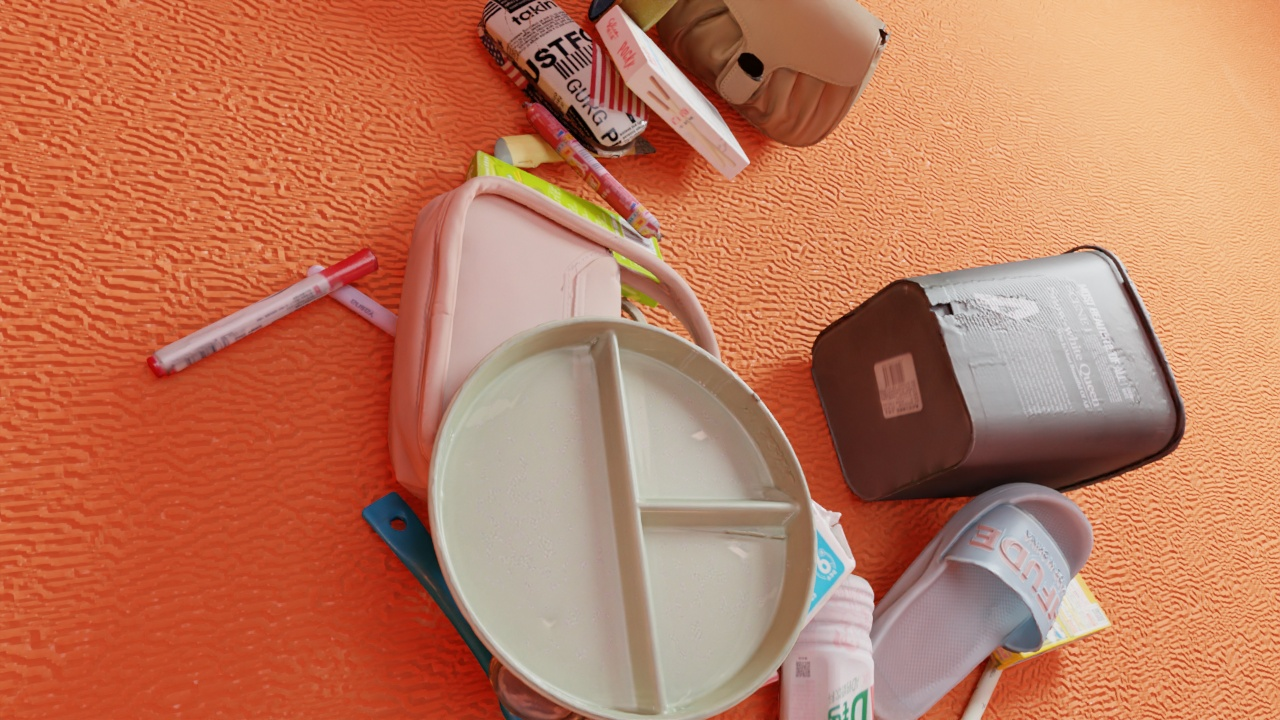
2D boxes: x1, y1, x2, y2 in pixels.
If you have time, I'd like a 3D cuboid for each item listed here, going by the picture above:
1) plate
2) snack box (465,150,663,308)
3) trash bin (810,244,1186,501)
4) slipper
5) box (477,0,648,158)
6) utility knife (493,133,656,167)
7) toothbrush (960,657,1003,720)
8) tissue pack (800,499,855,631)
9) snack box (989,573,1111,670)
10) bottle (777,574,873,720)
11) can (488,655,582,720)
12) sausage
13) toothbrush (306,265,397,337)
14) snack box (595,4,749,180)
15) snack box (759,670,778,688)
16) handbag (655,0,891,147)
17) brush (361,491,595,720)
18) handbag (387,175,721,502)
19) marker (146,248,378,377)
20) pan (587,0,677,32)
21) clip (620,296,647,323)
[{"bbox_3d":[-0.005,0.081,0.504,0.230,0.028,0.229,12,58,-21],"label":"plate"},{"bbox_3d":[-0.055,-0.097,0.681,0.156,0.026,0.085,21,30,-24],"label":"snack box"},{"bbox_3d":[0.287,0.019,0.774,0.219,0.199,0.198,-3,69,-29],"label":"trash bin"},{"bbox_3d":[0.257,0.183,0.695,0.245,0.074,0.104,-36,101,-18],"label":"slipper"},{"bbox_3d":[-0.069,-0.225,0.748,0.163,0.076,0.075,47,60,2],"label":"box"},{"bbox_3d":[-0.050,-0.175,0.751,0.176,0.019,0.031,-17,80,-38],"label":"utility knife"},{"bbox_3d":[0.263,0.283,0.729,0.189,0.029,0.020,-38,133,-41],"label":"toothbrush"},{"bbox_3d":[0.064,0.146,0.580,0.139,0.090,0.063,-34,86,-38],"label":"tissue pack"},{"bbox_3d":[0.338,0.209,0.797,0.140,0.034,0.087,-1,55,-37],"label":"snack box"},{"bbox_3d":[0.124,0.247,0.625,0.068,0.068,0.196,21,61,-25],"label":"bottle"},{"bbox_3d":[-0.036,0.142,0.540,0.058,0.058,0.147,44,28,-7],"label":"can"},{"bbox_3d":[-0.038,-0.147,0.713,0.156,0.020,0.020,46,49,7],"label":"sausage"},{"bbox_3d":[-0.137,-0.004,0.605,0.189,0.029,0.021,35,10,-13],"label":"toothbrush"},{"bbox_3d":[0.029,-0.221,0.770,0.156,0.027,0.084,30,30,-47],"label":"snack box"},{"bbox_3d":[0.035,0.156,0.633,0.076,0.027,0.155,-8,72,-37],"label":"snack box"},{"bbox_3d":[0.116,-0.293,0.838,0.204,0.148,0.099,36,50,-8],"label":"handbag"},{"bbox_3d":[-0.079,0.182,0.535,0.083,0.046,0.254,-33,82,-39],"label":"brush"},{"bbox_3d":[-0.040,0.001,0.596,0.234,0.094,0.193,10,74,-28],"label":"handbag"},{"bbox_3d":[-0.222,-0.030,0.549,0.144,0.017,0.017,-35,89,-32],"label":"marker"},{"bbox_3d":[0.016,-0.422,0.840,0.078,0.198,0.356,33,32,-22],"label":"pan"},{"bbox_3d":[-0.011,0.007,0.683,0.034,0.077,0.103,-24,92,-41],"label":"clip"}]
